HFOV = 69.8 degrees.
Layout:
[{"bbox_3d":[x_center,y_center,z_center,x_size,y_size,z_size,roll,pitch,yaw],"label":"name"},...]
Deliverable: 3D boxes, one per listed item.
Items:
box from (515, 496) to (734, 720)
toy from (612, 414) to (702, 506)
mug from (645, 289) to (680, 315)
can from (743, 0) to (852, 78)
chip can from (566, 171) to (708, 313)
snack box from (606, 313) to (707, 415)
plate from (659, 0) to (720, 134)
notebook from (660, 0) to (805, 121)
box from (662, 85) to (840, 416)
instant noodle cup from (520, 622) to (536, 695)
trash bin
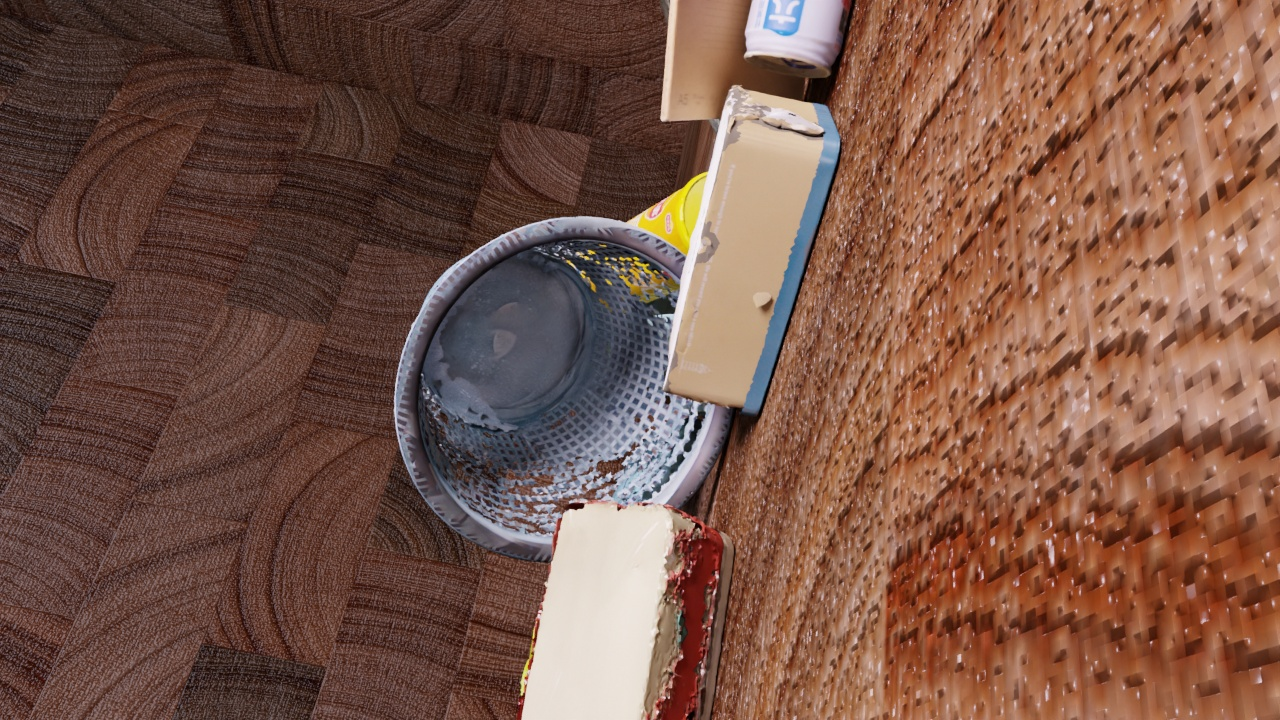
[{"bbox_3d":[-0.013,0.160,0.482,0.077,0.091,0.168,33,-119,-47],"label":"box"},{"bbox_3d":[0.015,0.089,0.756,0.155,0.050,0.162,-47,-8,-41],"label":"toy"},{"bbox_3d":[0.036,-0.036,0.824,0.124,0.083,0.103,-138,61,-74],"label":"mug"},{"bbox_3d":[0.094,-0.225,0.494,0.053,0.053,0.134,-88,10,-81],"label":"can"},{"bbox_3d":[0.009,-0.084,0.733,0.214,0.072,0.072,-16,59,61],"label":"chip can"},{"bbox_3d":[-0.005,0.004,0.769,0.175,0.051,0.074,0,80,52],"label":"snack box"},{"bbox_3d":[0.052,-0.216,0.634,0.179,0.024,0.179,150,96,-89],"label":"plate"},{"bbox_3d":[0.064,-0.240,0.505,0.149,0.012,0.212,-20,-58,-50],"label":"notebook"},{"bbox_3d":[0.057,-0.054,0.517,0.089,0.061,0.185,-80,0,-58],"label":"box"},{"bbox_3d":[-0.049,0.253,0.773,0.124,0.112,0.111,93,-174,-51],"label":"instant noodle cup"},{"bbox_3d":[-0.072,0.001,0.663,0.195,0.226,0.227,-146,66,-64],"label":"trash bin"}]
